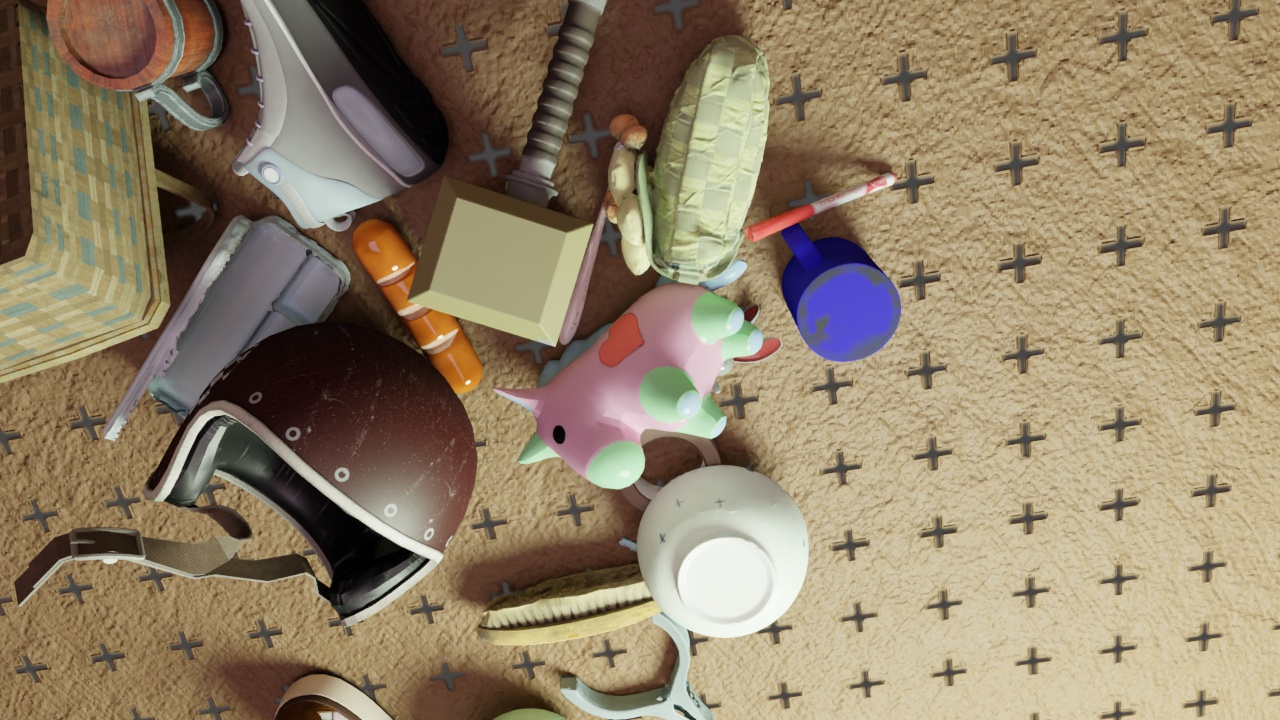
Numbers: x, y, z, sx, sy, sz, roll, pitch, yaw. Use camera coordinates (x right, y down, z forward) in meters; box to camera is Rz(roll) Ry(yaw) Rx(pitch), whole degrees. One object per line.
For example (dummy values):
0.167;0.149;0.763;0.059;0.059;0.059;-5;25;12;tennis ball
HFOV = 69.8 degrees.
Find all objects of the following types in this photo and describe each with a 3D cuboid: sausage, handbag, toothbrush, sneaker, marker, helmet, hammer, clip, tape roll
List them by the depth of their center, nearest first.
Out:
-0.062;-0.185;0.663;0.100;0.190;0.325;17;93;-6;hammer
-0.270;-0.216;0.668;0.161;0.092;0.257;-25;120;20;sneaker
0.031;-0.152;0.689;0.117;0.113;0.187;12;108;-2;handbag
-0.257;0.090;0.711;0.253;0.234;0.233;-46;116;0;helmet
0.144;-0.121;0.718;0.142;0.013;0.013;-23;112;-19;marker
-0.040;-0.093;0.759;0.015;0.018;0.181;18;111;-3;toothbrush
-0.184;-0.044;0.764;0.039;0.044;0.164;-29;111;0;sausage
0.025;0.093;0.824;0.094;0.030;0.094;0;111;0;tape roll
-0.014;0.323;0.917;0.165;0.031;0.169;-17;109;9;clip
-0.263;0.453;0.921;0.112;0.116;0.294;-27;109;10;sneaker

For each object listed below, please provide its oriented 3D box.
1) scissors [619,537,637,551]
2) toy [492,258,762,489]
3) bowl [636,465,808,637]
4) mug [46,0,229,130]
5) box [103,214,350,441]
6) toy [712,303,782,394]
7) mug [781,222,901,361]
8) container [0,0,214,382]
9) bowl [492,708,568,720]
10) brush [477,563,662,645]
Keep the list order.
0.043;0.196;0.877;0.136;0.015;0.055;24;108;-2;scissors
-0.004;0.004;0.752;0.120;0.171;0.222;39;74;-51;toy
0.071;0.173;0.789;0.153;0.072;0.153;1;104;3;bowl
-0.345;-0.222;0.661;0.081;0.111;0.117;-17;110;7;mug
-0.338;-0.010;0.760;0.105;0.129;0.211;33;114;-21;box
0.066;0.000;0.787;0.112;0.030;0.049;-35;80;15;toy
0.149;-0.063;0.733;0.079;0.083;0.111;-35;107;13;mug
-0.427;-0.116;0.679;0.158;0.186;0.249;-18;72;7;container
-0.111;0.409;0.924;0.151;0.077;0.151;0;111;0;bowl
-0.061;0.230;0.864;0.195;0.059;0.043;-13;100;6;brush
